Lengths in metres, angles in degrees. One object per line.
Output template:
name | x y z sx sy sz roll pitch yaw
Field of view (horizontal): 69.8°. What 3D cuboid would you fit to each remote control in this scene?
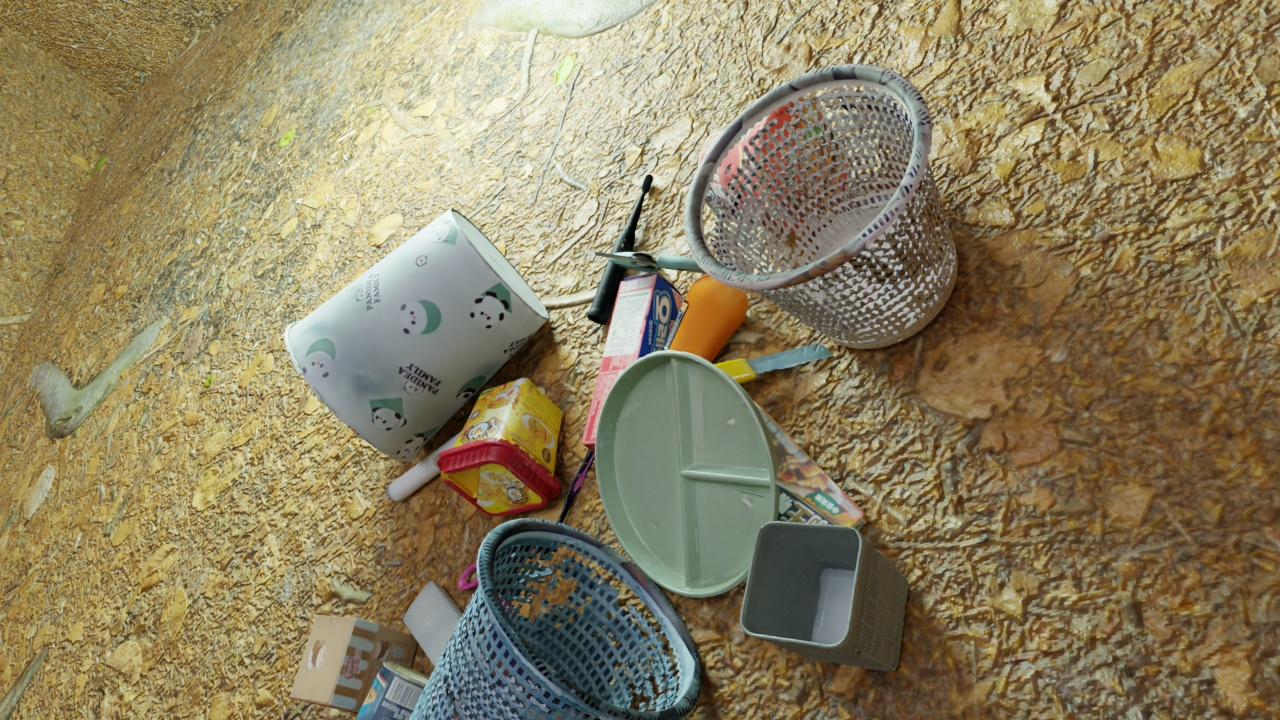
remote control | -0.213 0.307 1.017 0.058 0.021 0.150 -55 43 -3

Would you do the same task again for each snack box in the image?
snack box | 0.126 0.113 0.830 0.075 0.026 0.153 -46 57 5
snack box | -0.006 0.006 1.012 0.058 0.057 0.207 -8 59 39
snack box | -0.320 0.344 1.029 0.077 0.094 0.092 -8 59 37

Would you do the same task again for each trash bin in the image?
trash bin | -0.268 -0.040 1.156 0.252 0.229 0.229 -40 44 4
trash bin | 0.184 -0.117 0.830 0.228 0.192 0.227 -21 51 29
trash bin | -0.092 0.286 0.810 0.195 0.226 0.226 -53 42 18

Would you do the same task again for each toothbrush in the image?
toothbrush | -0.234 0.112 1.157 0.221 0.027 0.026 -36 12 17
toothbrush | -0.021 -0.143 1.144 0.026 0.027 0.212 19 70 0
toothbrush | -0.067 0.127 1.017 0.018 0.014 0.189 8 68 56

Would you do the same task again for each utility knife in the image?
utility knife | 0.079 0.019 0.925 0.231 0.015 0.033 -15 61 13

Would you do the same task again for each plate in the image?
plate | 0.041 0.104 0.857 0.231 0.027 0.230 6 98 46

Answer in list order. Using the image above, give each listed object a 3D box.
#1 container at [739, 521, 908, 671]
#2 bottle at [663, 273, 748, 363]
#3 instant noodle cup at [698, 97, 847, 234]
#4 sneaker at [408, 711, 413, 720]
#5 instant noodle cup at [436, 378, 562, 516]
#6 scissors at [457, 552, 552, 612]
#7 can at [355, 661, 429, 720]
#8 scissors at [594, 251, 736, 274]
container | 0.150 0.189 0.719 0.090 0.114 0.090 -3 62 39
bottle | 0.056 -0.016 0.974 0.067 0.066 0.149 32 94 47
instant noodle cup | 0.135 -0.202 0.979 0.109 0.138 0.137 8 69 51
sneaker | -0.229 0.454 0.895 0.091 0.089 0.241 18 69 41
instant noodle cup | -0.149 0.096 1.043 0.116 0.116 0.123 -18 41 32
scissors | -0.151 0.248 1.008 0.134 0.017 0.136 -17 51 27
can | -0.262 0.383 0.969 0.075 0.075 0.111 10 70 43
scissors | 0.033 -0.108 1.030 0.170 0.175 0.019 -134 51 -85
